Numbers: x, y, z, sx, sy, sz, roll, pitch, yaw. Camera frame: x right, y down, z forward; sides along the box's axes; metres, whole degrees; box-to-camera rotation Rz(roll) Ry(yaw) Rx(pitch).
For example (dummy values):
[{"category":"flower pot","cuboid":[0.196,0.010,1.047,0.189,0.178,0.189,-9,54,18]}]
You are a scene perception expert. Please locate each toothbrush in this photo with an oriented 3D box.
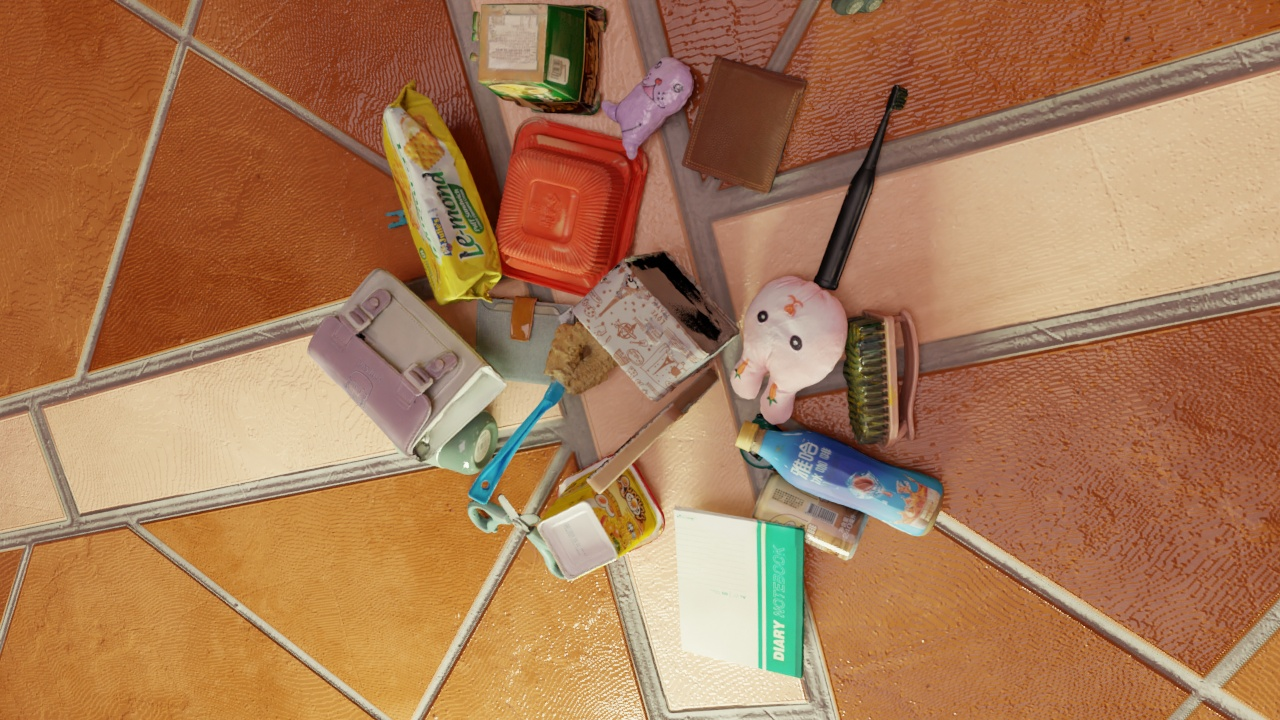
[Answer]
[{"category":"toothbrush","cuboid":[0.226,-0.175,0.939,0.027,0.026,0.213,12,108,-19]}]

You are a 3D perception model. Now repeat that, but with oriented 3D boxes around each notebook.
[{"category":"notebook","cuboid":[0.114,0.266,1.050,0.150,0.012,0.209,6,117,22]}]

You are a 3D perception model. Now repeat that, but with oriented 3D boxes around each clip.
[{"category":"clip","cuboid":[-0.289,-0.177,1.128,0.057,0.014,0.045,-12,96,23]}]

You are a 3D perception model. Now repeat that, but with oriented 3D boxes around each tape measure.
[{"category":"tape measure","cuboid":[0.139,0.095,1.028,0.058,0.025,0.055,42,111,8]}]

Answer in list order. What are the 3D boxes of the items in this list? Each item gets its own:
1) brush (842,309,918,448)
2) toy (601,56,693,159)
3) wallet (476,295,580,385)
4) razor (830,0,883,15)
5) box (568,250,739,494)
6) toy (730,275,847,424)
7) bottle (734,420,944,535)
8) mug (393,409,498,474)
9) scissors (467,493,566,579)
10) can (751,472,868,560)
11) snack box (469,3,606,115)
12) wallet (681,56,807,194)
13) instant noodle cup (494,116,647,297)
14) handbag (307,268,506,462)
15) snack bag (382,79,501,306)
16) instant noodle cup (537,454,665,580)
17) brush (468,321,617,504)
[{"category":"brush","cuboid":[0.253,0.021,0.955,0.073,0.063,0.146,-9,101,-9]},{"category":"toy","cuboid":[0.011,-0.280,0.985,0.108,0.038,0.084,-40,65,24]},{"category":"wallet","cuboid":[-0.136,-0.024,1.095,0.130,0.036,0.106,6,104,18]},{"category":"razor","cuboid":[0.162,-0.391,0.900,0.167,0.062,0.067,31,80,16]},{"category":"box","cuboid":[-0.007,0.001,0.978,0.157,0.180,0.198,46,112,3]},{"category":"toy","cuboid":[0.153,-0.011,0.977,0.121,0.054,0.160,41,121,35]},{"category":"bottle","cuboid":[0.207,0.117,0.975,0.219,0.065,0.065,22,108,8]},{"category":"mug","cuboid":[-0.233,0.077,1.132,0.106,0.082,0.111,15,82,17]},{"category":"scissors","cuboid":[-0.137,0.218,1.124,0.181,0.019,0.171,45,148,-14]},{"category":"can","cuboid":[0.186,0.171,1.009,0.116,0.058,0.058,22,108,14]},{"category":"snack box","cuboid":[-0.111,-0.328,0.978,0.118,0.105,0.118,8,102,20]},{"category":"wallet","cuboid":[0.108,-0.246,0.963,0.101,0.032,0.125,21,108,11]},{"category":"instant noodle cup","cuboid":[-0.087,-0.168,1.023,0.164,0.079,0.189,15,102,12]},{"category":"handbag","cuboid":[-0.280,0.005,1.080,0.197,0.098,0.145,40,87,21]},{"category":"snack bag","cuboid":[-0.227,-0.177,1.040,0.068,0.158,0.246,-21,97,-18]},{"category":"instant noodle cup","cuboid":[-0.050,0.186,1.062,0.116,0.123,0.116,-29,91,23]},{"category":"brush","cuboid":[-0.115,0.058,1.056,0.083,0.046,0.255,35,93,-26]}]
